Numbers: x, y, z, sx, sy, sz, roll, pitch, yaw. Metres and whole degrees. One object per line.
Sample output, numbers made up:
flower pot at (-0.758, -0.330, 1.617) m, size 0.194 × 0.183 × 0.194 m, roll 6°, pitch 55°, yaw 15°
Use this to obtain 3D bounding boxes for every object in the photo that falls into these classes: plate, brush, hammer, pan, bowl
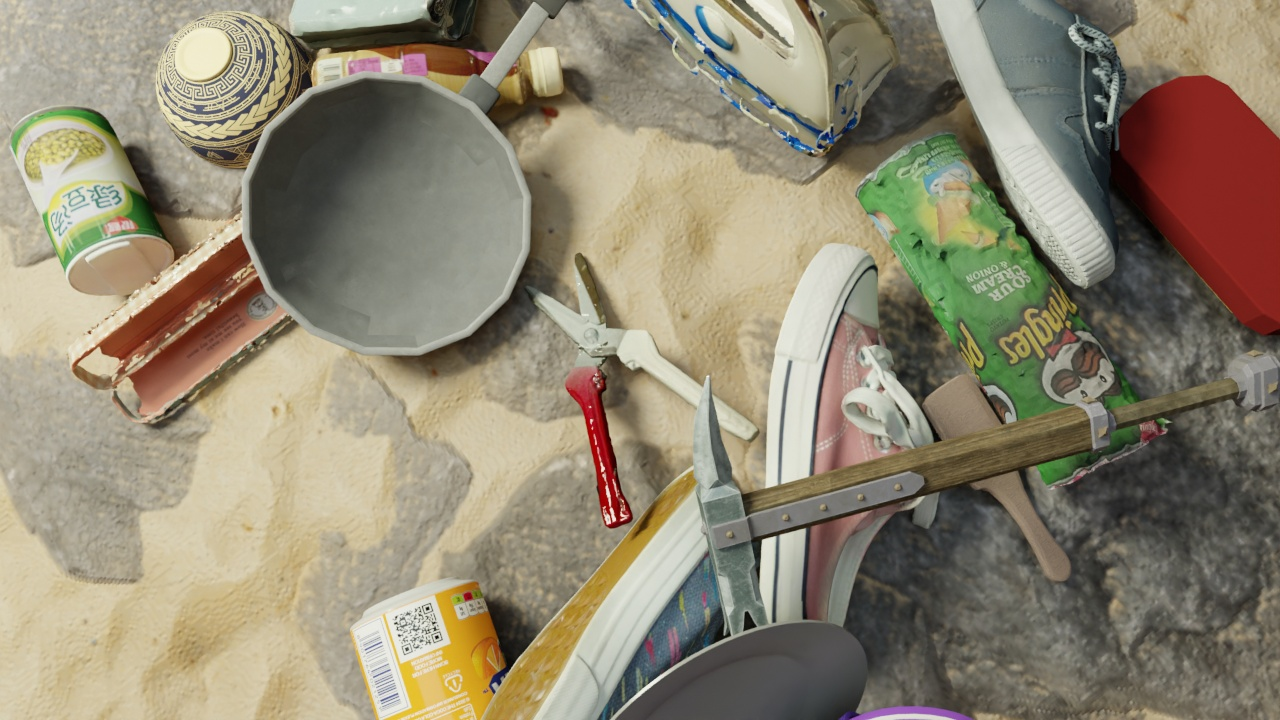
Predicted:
plate at (0.042, 0.200, 0.487) m, size 0.178 × 0.178 × 0.012 m, roll -35°, pitch 42°, yaw -3°
brush at (0.218, 0.075, 0.560) m, size 0.049 × 0.015 × 0.135 m, roll -27°, pitch 83°, yaw -34°
hammer at (0.183, 0.043, 0.474) m, size 0.317 × 0.028 × 0.147 m, roll -14°, pitch 106°, yaw -4°
pan at (-0.111, -0.166, 0.601) m, size 0.178 × 0.041 × 0.357 m, roll 36°, pitch 87°, yaw -18°
brush at (0.367, -0.095, 0.574) m, size 0.082 × 0.042 × 0.173 m, roll -34°, pitch 76°, yaw -3°
bowl at (-0.295, -0.202, 0.652) m, size 0.112 × 0.061 × 0.112 m, roll -1°, pitch 77°, yaw 5°

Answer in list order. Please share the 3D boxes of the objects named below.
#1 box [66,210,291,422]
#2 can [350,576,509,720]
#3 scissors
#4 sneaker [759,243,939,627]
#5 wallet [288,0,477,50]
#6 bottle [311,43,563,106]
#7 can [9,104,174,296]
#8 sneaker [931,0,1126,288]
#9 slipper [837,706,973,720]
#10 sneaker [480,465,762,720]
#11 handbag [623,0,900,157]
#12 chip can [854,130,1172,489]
box at (-0.288, -0.035, 0.619) m, size 0.187 × 0.083 × 0.043 m, roll -39°, pitch 47°, yaw -2°
can at (-0.111, 0.204, 0.533) m, size 0.079 × 0.079 × 0.142 m, roll -23°, pitch 76°, yaw 0°
scissors at (-0.010, 0.014, 0.572) m, size 0.179 × 0.015 × 0.193 m, roll 4°, pitch 66°, yaw 22°
sneaker at (0.128, 0.048, 0.536) m, size 0.088 × 0.118 × 0.241 m, roll 4°, pitch 82°, yaw 27°
wallet at (-0.180, -0.269, 0.654) m, size 0.132 × 0.054 × 0.100 m, roll 7°, pitch 72°, yaw 20°
bottle at (-0.138, -0.191, 0.638) m, size 0.166 × 0.060 × 0.059 m, roll -9°, pitch 76°, yaw -5°
can at (-0.380, -0.110, 0.637) m, size 0.067 × 0.067 × 0.121 m, roll -31°, pitch 76°, yaw -2°
sneaker at (0.255, -0.158, 0.567) m, size 0.087 × 0.089 × 0.235 m, roll -23°, pitch 69°, yaw 21°
slipper at (0.098, 0.277, 0.502) m, size 0.107 × 0.084 × 0.267 m, roll 43°, pitch 105°, yaw 13°
sneaker at (-0.004, 0.162, 0.512) m, size 0.079 × 0.088 × 0.234 m, roll 46°, pitch 56°, yaw -6°
handbag at (0.062, -0.216, 0.550) m, size 0.200 × 0.199 × 0.093 m, roll 43°, pitch 97°, yaw 14°
chip can at (0.218, -0.035, 0.559) m, size 0.075 × 0.075 × 0.223 m, roll -30°, pitch 76°, yaw -2°
